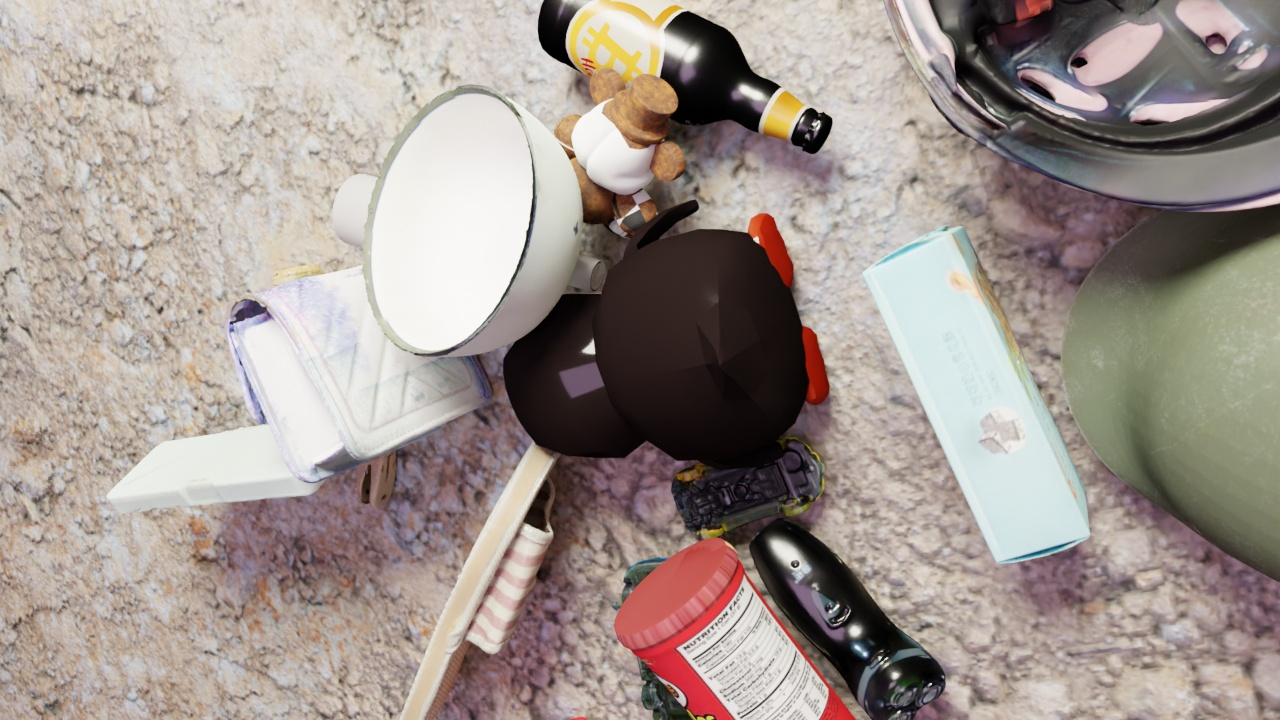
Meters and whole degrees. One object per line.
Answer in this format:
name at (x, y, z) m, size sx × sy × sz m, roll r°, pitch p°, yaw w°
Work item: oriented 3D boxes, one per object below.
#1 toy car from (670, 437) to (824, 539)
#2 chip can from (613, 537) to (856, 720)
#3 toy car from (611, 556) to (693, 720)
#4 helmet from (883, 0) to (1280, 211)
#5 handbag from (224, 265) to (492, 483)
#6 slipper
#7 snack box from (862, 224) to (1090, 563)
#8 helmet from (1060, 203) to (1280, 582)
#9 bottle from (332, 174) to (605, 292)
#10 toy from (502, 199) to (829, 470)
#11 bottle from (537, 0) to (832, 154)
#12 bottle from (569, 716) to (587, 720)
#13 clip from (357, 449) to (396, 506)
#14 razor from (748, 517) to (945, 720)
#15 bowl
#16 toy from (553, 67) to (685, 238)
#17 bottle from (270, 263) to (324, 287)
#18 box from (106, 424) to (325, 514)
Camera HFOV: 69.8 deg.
toy car at (0.068, 0.081, 0.586) m, size 0.107 × 0.030 × 0.049 m, roll -21°, pitch 90°, yaw 28°
chip can at (0.081, 0.216, 0.556) m, size 0.087 × 0.086 × 0.213 m, roll -34°, pitch 98°, yaw 26°
toy car at (0.022, 0.191, 0.622) m, size 0.056 × 0.043 × 0.120 m, roll -12°, pitch 92°, yaw 26°
helmet at (0.223, -0.187, 0.393) m, size 0.230 × 0.152 × 0.255 m, roll -42°, pitch 84°, yaw 22°
handbag at (-0.185, 0.000, 0.613) m, size 0.069 × 0.158 × 0.126 m, roll -26°, pitch 91°, yaw 29°
slipper at (-0.104, 0.164, 0.641) m, size 0.052 × 0.114 × 0.263 m, roll 26°, pitch 112°, yaw -3°
snack box at (0.183, 0.015, 0.496) m, size 0.053 × 0.074 × 0.174 m, roll -26°, pitch 89°, yaw 27°
helmet at (0.324, 0.020, 0.389) m, size 0.268 × 0.153 × 0.227 m, roll 17°, pitch 107°, yaw 20°
bottle at (-0.115, -0.081, 0.623) m, size 0.195 × 0.052 × 0.052 m, roll 17°, pitch 107°, yaw 20°
toy at (-0.003, 0.003, 0.540) m, size 0.184 × 0.139 × 0.159 m, roll -16°, pitch 98°, yaw 27°
bottle at (0.028, -0.170, 0.536) m, size 0.182 × 0.059 × 0.059 m, roll 31°, pitch 111°, yaw 15°
bottle at (-0.073, 0.326, 0.693) m, size 0.042 × 0.041 × 0.142 m, roll 39°, pitch 114°, yaw 13°
clip at (-0.208, 0.082, 0.715) m, size 0.049 × 0.025 × 0.061 m, roll 44°, pitch 113°, yaw 12°
razor at (0.121, 0.157, 0.559) m, size 0.053 × 0.064 × 0.140 m, roll -41°, pitch 75°, yaw -4°
bowl at (-0.090, -0.074, 0.534) m, size 0.154 × 0.072 × 0.153 m, roll -7°, pitch 79°, yaw 39°
toy at (-0.012, -0.121, 0.542) m, size 0.087 × 0.067 × 0.113 m, roll 52°, pitch 141°, yaw 7°
bottle at (-0.252, -0.016, 0.705) m, size 0.043 × 0.043 × 0.111 m, roll -10°, pitch 95°, yaw 26°
box at (-0.282, 0.063, 0.681) m, size 0.197 × 0.135 × 0.044 m, roll -8°, pitch 110°, yaw 25°
